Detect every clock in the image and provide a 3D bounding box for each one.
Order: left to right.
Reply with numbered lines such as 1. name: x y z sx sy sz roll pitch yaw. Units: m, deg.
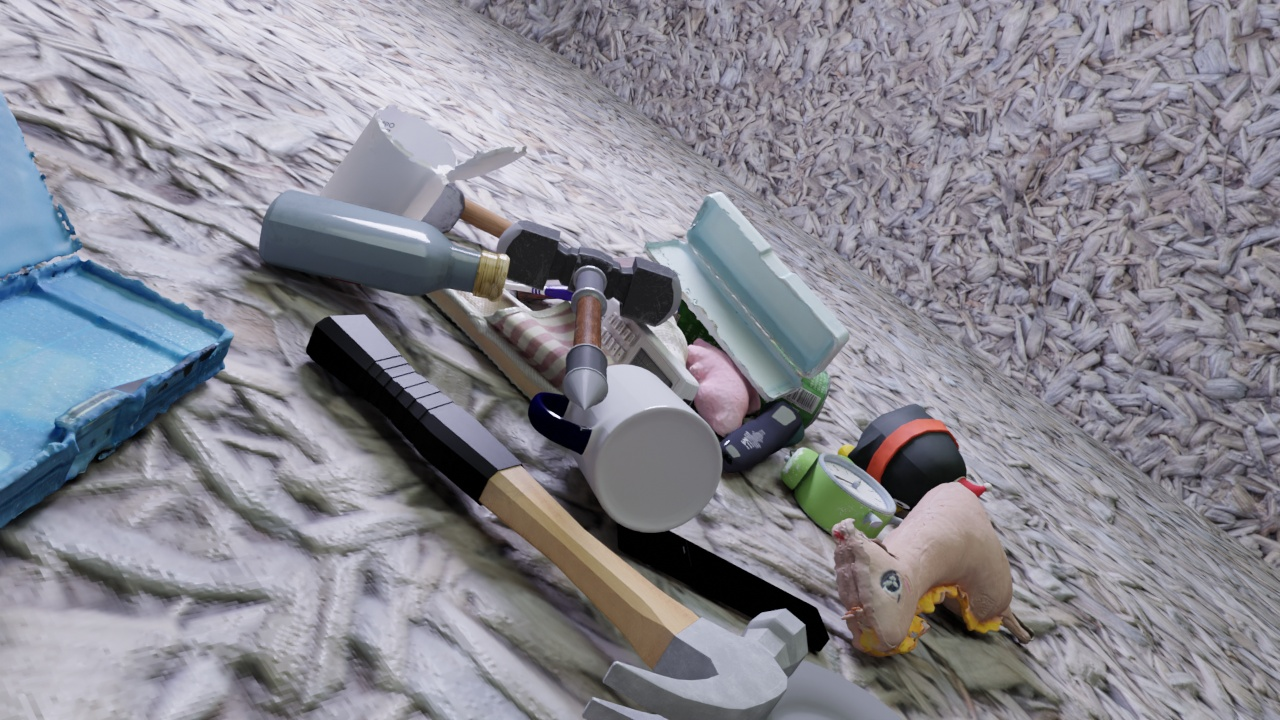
1. clock: 0.173 0.116 0.800 0.094 0.043 0.119 17 24 -43

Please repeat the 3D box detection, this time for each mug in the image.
1. mug: -0.017 0.047 0.571 0.112 0.079 0.097 19 9 -20

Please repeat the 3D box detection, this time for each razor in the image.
1. razor: 0.103 0.068 0.800 0.047 0.052 0.142 48 25 13

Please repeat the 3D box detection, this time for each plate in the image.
1. plate: 0.115 0.223 0.465 0.178 0.012 0.178 29 18 -11

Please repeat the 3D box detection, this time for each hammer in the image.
1. hammer: -0.064 0.076 0.489 0.328 0.039 0.131 37 22 23
2. hammer: -0.107 -0.116 0.940 0.328 0.052 0.098 26 19 -31
3. hammer: -0.035 -0.028 0.617 0.156 0.043 0.322 17 17 -8

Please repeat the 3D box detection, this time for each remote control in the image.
1. remote control: -0.005 0.004 0.761 0.025 0.060 0.138 20 21 -44
2. remote control: 0.052 0.139 0.578 0.150 0.013 0.034 29 14 -11

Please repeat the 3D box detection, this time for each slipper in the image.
1. slipper: -0.087 -0.025 0.714 0.263 0.052 0.114 39 18 21

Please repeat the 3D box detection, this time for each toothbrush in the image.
1. toothbrush: -0.058 -0.059 0.807 0.186 0.015 0.016 7 24 -5

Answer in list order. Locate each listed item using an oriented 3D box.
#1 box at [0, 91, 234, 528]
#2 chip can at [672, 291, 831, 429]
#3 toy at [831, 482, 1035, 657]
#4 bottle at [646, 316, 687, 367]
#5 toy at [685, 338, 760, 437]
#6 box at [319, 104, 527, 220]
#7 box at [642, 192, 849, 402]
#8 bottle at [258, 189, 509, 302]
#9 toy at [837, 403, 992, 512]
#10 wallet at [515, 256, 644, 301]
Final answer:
1. box: -0.276 -0.016 0.354 0.173 0.066 0.231 51 14 -13
2. chip can: 0.086 -0.007 0.927 0.223 0.075 0.075 29 18 -12
3. toy: 0.231 0.178 0.699 0.263 0.065 0.196 -21 82 -57
4. bottle: 0.012 -0.005 0.816 0.063 0.063 0.108 24 21 -26
5. toy: 0.072 0.023 0.850 0.093 0.050 0.102 53 22 1
6. box: -0.173 -0.148 0.730 0.118 0.160 0.084 48 26 11
7. box: 0.088 -0.055 0.866 0.096 0.086 0.199 -26 67 -31
8. bottle: -0.174 -0.075 0.642 0.161 0.046 0.072 13 22 -11
9. toy: 0.270 0.104 0.901 0.097 0.100 0.119 24 18 -33
10. wallet: -0.054 -0.077 0.854 0.123 0.019 0.072 -4 25 -5
